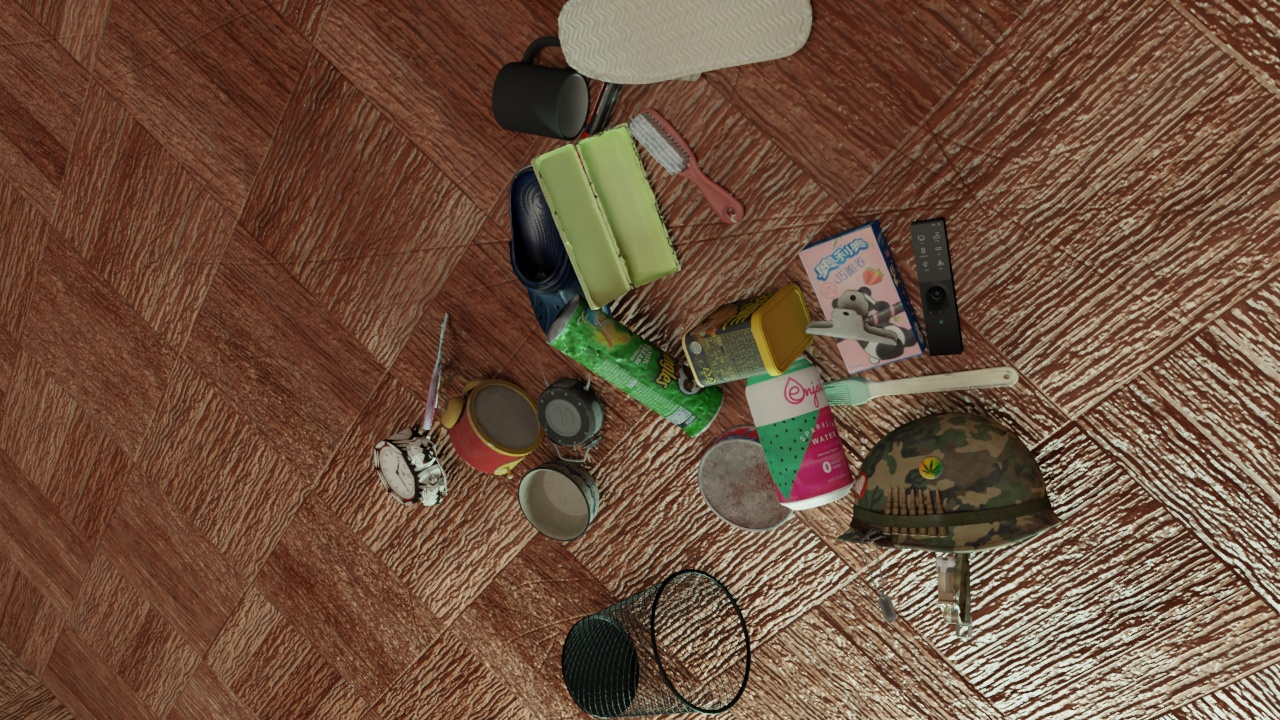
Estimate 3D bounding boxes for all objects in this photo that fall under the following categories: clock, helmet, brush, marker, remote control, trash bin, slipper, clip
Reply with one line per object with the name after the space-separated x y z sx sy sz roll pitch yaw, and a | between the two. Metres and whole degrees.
-0.093 0.074 1.243 0.091 0.043 0.123 3 113 27 | clock
0.323 0.178 0.977 0.225 0.192 0.236 -23 73 20 | helmet
0.309 0.028 1.033 0.218 0.012 0.033 -7 108 29 | brush
-0.045 -0.293 1.070 0.023 0.021 0.145 52 130 35 | marker
0.317 -0.077 0.980 0.034 0.013 0.150 -5 109 29 | remote control
0.011 0.402 1.261 0.211 0.183 0.184 -29 96 40 | trash bin
-0.335 0.161 1.393 0.155 0.064 0.115 4 114 42 | clock
0.051 -0.219 1.047 0.172 0.030 0.041 46 124 2 | brush
-0.115 -0.116 1.143 0.105 0.095 0.253 -8 104 27 | slipper
0.046 -0.356 0.975 0.273 0.053 0.114 2 109 17 | slipper
-0.216 0.086 1.268 0.159 0.116 0.081 44 128 -5 | clock
0.226 -0.043 0.993 0.102 0.040 0.054 8 129 25 | clip

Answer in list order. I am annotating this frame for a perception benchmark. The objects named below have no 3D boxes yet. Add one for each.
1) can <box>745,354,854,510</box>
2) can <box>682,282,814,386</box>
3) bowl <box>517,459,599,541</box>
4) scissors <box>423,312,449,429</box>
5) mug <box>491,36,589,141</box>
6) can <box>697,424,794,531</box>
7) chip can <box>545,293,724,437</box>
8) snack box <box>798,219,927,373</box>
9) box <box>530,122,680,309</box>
0.182 0.083 1.060 0.088 0.088 0.166 -19 86 33 | can
0.122 -0.027 1.035 0.101 0.130 0.072 -13 105 34 | can
-0.108 0.189 1.292 0.116 0.059 0.116 11 116 23 | bowl
-0.288 0.019 1.297 0.014 0.168 0.170 8 76 -10 | scissors
-0.111 -0.319 1.068 0.088 0.078 0.113 15 91 21 | mug
0.140 0.148 1.154 0.130 0.044 0.130 11 116 23 | can
-0.007 0.006 1.107 0.223 0.075 0.076 34 126 -15 | chip can
0.245 -0.068 1.010 0.088 0.033 0.154 -18 102 33 | snack box
-0.040 -0.168 1.071 0.048 0.140 0.188 2 118 61 | box
